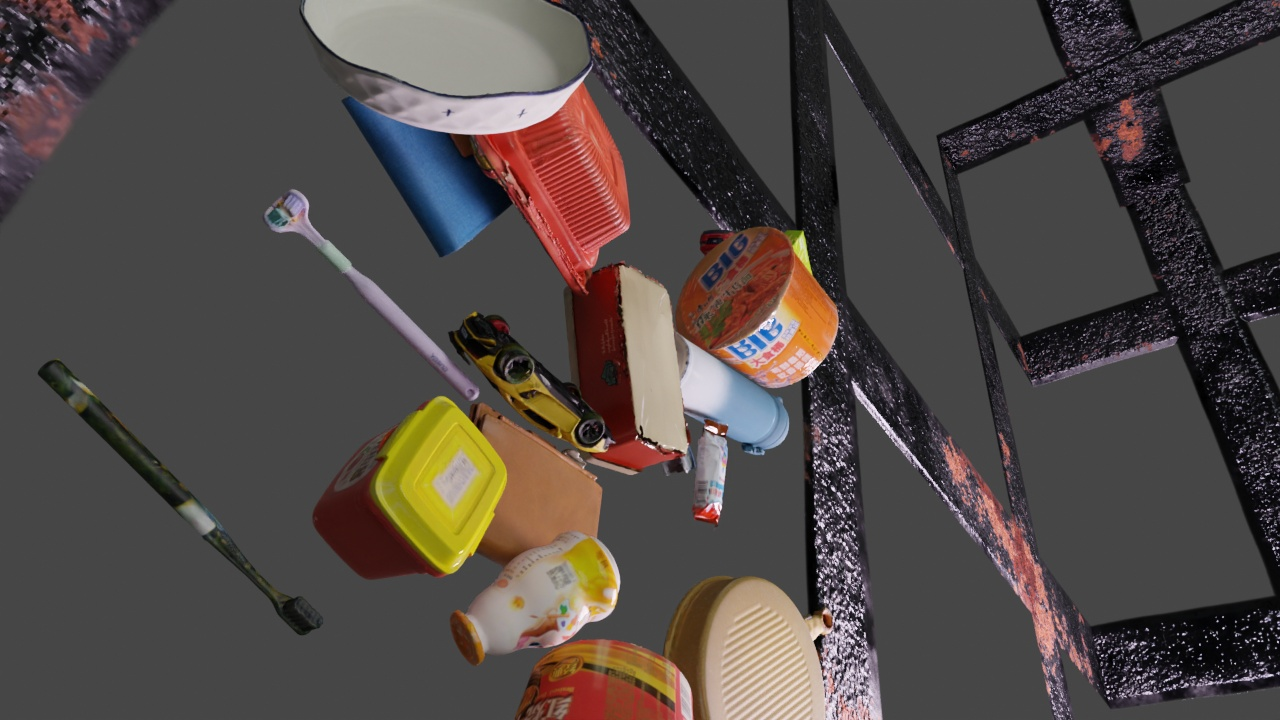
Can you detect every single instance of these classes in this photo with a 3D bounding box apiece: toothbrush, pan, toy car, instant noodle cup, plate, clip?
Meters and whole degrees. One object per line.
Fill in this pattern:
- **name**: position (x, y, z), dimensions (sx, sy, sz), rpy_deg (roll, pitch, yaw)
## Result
- **toothbrush**: position (-0.170, -0.035, 0.609), dimensions (0.189, 0.029, 0.021), rpy_deg (50, -3, -32)
- **pan**: position (0.129, 0.286, 0.868), dimensions (0.356, 0.078, 0.197), rpy_deg (-4, 78, -53)
- **toy car**: position (0.113, -0.119, 1.096), dimensions (0.120, 0.053, 0.045), rpy_deg (34, 64, -51)
- **instant noodle cup**: position (-0.066, -0.163, 0.755), dimensions (0.164, 0.079, 0.189), rpy_deg (-98, 163, -45)
- **plate**: position (-0.137, -0.227, 0.660), dimensions (0.205, 0.046, 0.204), rpy_deg (11, 42, -10)
- **instant noodle cup**: position (-0.023, 0.248, 0.560), dimensions (0.138, 0.138, 0.108), rpy_deg (53, 24, -25)
- **toy car**: position (-0.077, 0.022, 0.683), dimensions (0.156, 0.041, 0.071), rpy_deg (43, 3, -34)
- **instant noodle cup**: position (0.129, -0.048, 0.965), dimensions (0.111, 0.152, 0.151), rpy_deg (36, 42, -35)
- **toothbrush**: position (-0.222, 0.072, 0.453), dimensions (0.186, 0.017, 0.012), rpy_deg (55, 39, -22)
- **clip**: position (0.041, 0.095, 0.871), dimensions (0.056, 0.028, 0.024), rpy_deg (-9, 84, -69)

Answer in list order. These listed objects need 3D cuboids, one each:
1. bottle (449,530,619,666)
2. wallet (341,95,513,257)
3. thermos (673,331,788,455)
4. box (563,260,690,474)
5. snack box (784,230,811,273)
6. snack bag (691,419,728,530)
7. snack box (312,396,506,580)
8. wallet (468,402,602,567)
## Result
- **bottle**: position (-0.068, 0.155, 0.592), dimensions (0.108, 0.063, 0.063), rpy_deg (-21, 90, -34)
- **wallet**: position (-0.154, -0.156, 0.695), dimensions (0.133, 0.040, 0.106), rpy_deg (61, 33, -20)
- **thermos**: position (0.080, 0.039, 0.928), dimensions (0.220, 0.070, 0.070), rpy_deg (31, 46, -48)
- **box**: position (-0.005, 0.005, 0.795), dimensions (0.091, 0.079, 0.168), rpy_deg (25, 52, -50)
- **snack box**: position (0.163, -0.081, 1.112), dimensions (0.156, 0.026, 0.086), rpy_deg (-51, 137, -37)
- **snack bag**: position (0.067, 0.110, 0.883), dimensions (0.045, 0.026, 0.105), rpy_deg (22, 70, -49)
- **snack box**: position (-0.133, 0.079, 0.531), dimensions (0.082, 0.080, 0.091), rpy_deg (55, 32, -21)
- **wallet**: position (-0.079, 0.101, 0.657), dimensions (0.131, 0.031, 0.107), rpy_deg (40, 44, -41)
